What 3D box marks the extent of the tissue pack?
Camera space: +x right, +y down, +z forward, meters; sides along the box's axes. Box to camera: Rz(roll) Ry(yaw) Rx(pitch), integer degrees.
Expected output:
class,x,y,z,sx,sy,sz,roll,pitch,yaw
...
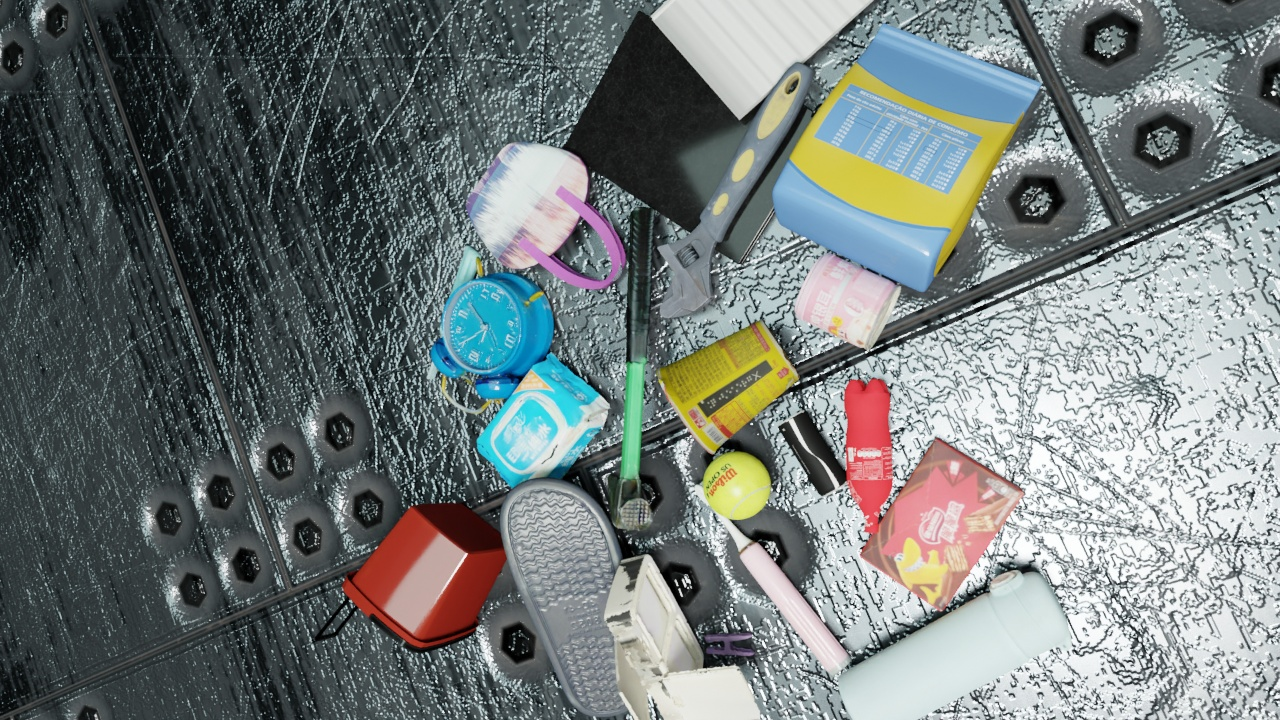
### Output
class,x,y,z,sx,sy,sz,roll,pitch,yaw
tissue pack,-0.105,0.076,0.966,0.093,0.061,0.145,41,106,15

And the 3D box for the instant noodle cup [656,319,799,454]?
class,x,y,z,sx,sy,sz,roll,pitch,yaw
instant noodle cup,0.088,0.019,0.879,0.112,0.100,0.100,-34,79,8

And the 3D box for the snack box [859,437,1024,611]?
class,x,y,z,sx,sy,sz,roll,pitch,yaw
snack box,0.274,0.150,0.840,0.089,0.021,0.133,33,103,18

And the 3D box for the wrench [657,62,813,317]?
class,x,y,z,sx,sy,sz,roll,pitch,yaw
wrench,0.087,-0.159,0.886,0.073,0.022,0.274,36,107,18

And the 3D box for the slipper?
class,x,y,z,sx,sy,sz,roll,pitch,yaw
slipper,-0.061,0.236,0.952,0.111,0.083,0.268,-16,102,4

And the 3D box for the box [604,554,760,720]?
class,x,y,z,sx,sy,sz,roll,pitch,yaw
box,0.038,0.273,0.844,0.101,0.186,0.145,-25,111,5

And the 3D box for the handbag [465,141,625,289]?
class,x,y,z,sx,sy,sz,roll,pitch,yaw
handbag,-0.089,-0.140,0.960,0.170,0.068,0.145,41,105,9

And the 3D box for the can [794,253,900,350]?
class,x,y,z,sx,sy,sz,roll,pitch,yaw
can,0.189,-0.055,0.843,0.076,0.067,0.067,28,101,18

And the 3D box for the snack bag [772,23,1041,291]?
class,x,y,z,sx,sy,sz,roll,pitch,yaw
snack bag,0.234,-0.188,0.814,0.159,0.102,0.205,29,85,18

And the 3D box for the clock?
class,x,y,z,sx,sy,sz,roll,pitch,yaw
clock,-0.163,-0.020,0.987,0.117,0.060,0.161,26,102,19

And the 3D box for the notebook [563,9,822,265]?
class,x,y,z,sx,sy,sz,roll,pitch,yaw
notebook,0.052,-0.228,0.920,0.231,0.019,0.169,36,105,17

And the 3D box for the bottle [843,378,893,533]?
class,x,y,z,sx,sy,sz,roll,pitch,yaw
bottle,0.211,0.088,0.849,0.042,0.042,0.141,-3,87,22

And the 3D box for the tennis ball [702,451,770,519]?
class,x,y,z,sx,sy,sz,roll,pitch,yaw
tennis ball,0.093,0.121,0.887,0.065,0.065,0.065,1,92,21

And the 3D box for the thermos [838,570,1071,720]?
class,x,y,z,sx,sy,sz,roll,pitch,yaw
thermos,0.279,0.262,0.818,0.207,0.065,0.078,-37,85,19

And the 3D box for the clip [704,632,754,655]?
class,x,y,z,sx,sy,sz,roll,pitch,yaw
clip,0.089,0.284,0.923,0.052,0.013,0.036,-4,88,24

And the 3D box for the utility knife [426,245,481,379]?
class,x,y,z,sx,sy,sz,roll,pitch,yaw
utility knife,-0.213,-0.051,1.030,0.022,0.015,0.158,24,98,20

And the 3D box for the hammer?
class,x,y,z,sx,sy,sz,roll,pitch,yaw
hammer,-0.005,0.005,0.911,0.032,0.130,0.318,4,82,-7

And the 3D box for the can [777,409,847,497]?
class,x,y,z,sx,sy,sz,roll,pitch,yaw
can,0.165,0.089,0.876,0.032,0.031,0.080,-34,79,19

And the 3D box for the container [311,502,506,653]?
class,x,y,z,sx,sy,sz,roll,pitch,yaw
container,-0.245,0.257,0.982,0.127,0.148,0.201,35,94,18

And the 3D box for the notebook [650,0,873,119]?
class,x,y,z,sx,sy,sz,roll,pitch,yaw
notebook,0.130,-0.353,0.876,0.210,0.009,0.142,-40,76,12

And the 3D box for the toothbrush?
class,x,y,z,sx,sy,sz,roll,pitch,yaw
toothbrush,0.125,0.209,0.898,0.222,0.026,0.027,52,136,13
